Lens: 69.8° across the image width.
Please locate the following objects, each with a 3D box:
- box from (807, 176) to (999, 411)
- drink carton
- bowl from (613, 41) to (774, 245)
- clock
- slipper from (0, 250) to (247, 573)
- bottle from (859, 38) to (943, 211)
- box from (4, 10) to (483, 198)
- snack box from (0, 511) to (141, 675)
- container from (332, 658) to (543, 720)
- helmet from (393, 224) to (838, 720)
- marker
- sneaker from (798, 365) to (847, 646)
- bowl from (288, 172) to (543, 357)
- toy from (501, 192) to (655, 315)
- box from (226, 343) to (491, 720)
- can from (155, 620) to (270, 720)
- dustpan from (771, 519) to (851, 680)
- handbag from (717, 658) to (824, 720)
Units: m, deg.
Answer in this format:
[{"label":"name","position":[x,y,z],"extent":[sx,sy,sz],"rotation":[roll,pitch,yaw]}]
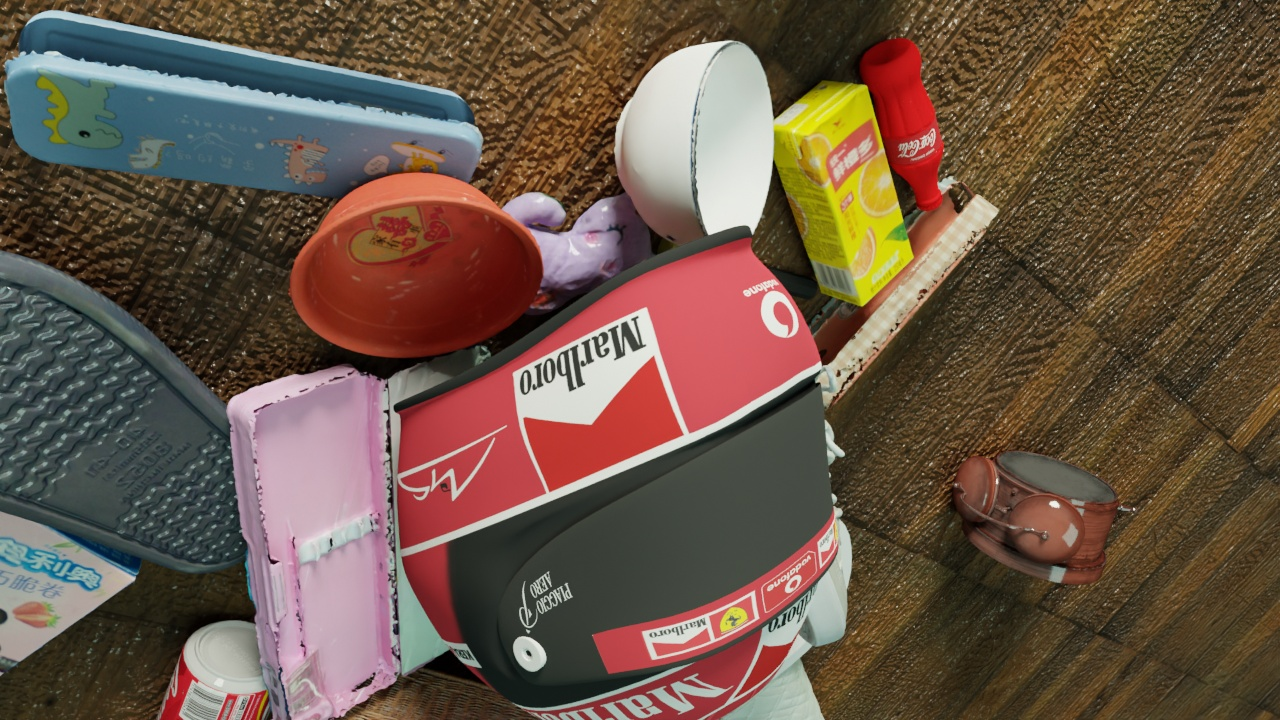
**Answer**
[{"label":"box","position":[0.174,-0.051,0.658],"extent":[0.188,0.064,0.056],"rotation":[-49,162,5]},{"label":"drink carton","position":[0.129,-0.107,0.590],"extent":[0.058,0.043,0.135],"rotation":[-42,128,-17]},{"label":"bowl","position":[0.027,-0.118,0.514],"extent":[0.113,0.063,0.113],"rotation":[-24,118,-58]},{"label":"clock","position":[0.334,0.130,0.780],"extent":[0.157,0.120,0.072],"rotation":[0,110,-34]},{"label":"slipper","position":[-0.281,0.023,0.470],"extent":[0.110,0.083,0.268],"rotation":[-43,145,-9]},{"label":"bottle","position":[0.174,-0.148,0.594],"extent":[0.036,0.036,0.119],"rotation":[-34,127,-3]},{"label":"box","position":[-0.181,-0.109,0.443],"extent":[0.209,0.059,0.068],"rotation":[5,119,-26]},{"label":"snack box","position":[-0.364,0.128,0.500],"extent":[0.154,0.033,0.088],"rotation":[-34,127,7]},{"label":"container","position":[-0.138,0.289,0.614],"extent":[0.198,0.112,0.114],"rotation":[14,117,6]},{"label":"helmet","position":[-0.006,0.085,0.496],"extent":[0.197,0.272,0.224],"rotation":[-23,89,-53]},{"label":"marker","position":[0.068,-0.061,0.608],"extent":[0.123,0.017,0.021],"rotation":[11,113,-31]},{"label":"sneaker","position":[0.101,0.067,0.608],"extent":[0.090,0.089,0.242],"rotation":[-22,93,-13]},{"label":"bowl","position":[-0.120,-0.056,0.492],"extent":[0.130,0.045,0.131],"rotation":[-12,148,-8]},{"label":"toy","position":[-0.038,-0.068,0.545],"extent":[0.099,0.036,0.080],"rotation":[-19,124,-12]},{"label":"box","position":[-0.162,0.105,0.568],"extent":[0.158,0.035,0.231],"rotation":[-22,125,-45]},{"label":"can","position":[-0.274,0.225,0.591],"extent":[0.064,0.064,0.105],"rotation":[16,110,-31]},{"label":"dustpan","position":[0.050,0.198,0.688],"extent":[0.257,0.053,0.192],"rotation":[-29,127,-26]},{"label":"handbag","position":[0.099,0.334,0.823],"extent":[0.138,0.072,0.195],"rotation":[-32,126,-15]}]
